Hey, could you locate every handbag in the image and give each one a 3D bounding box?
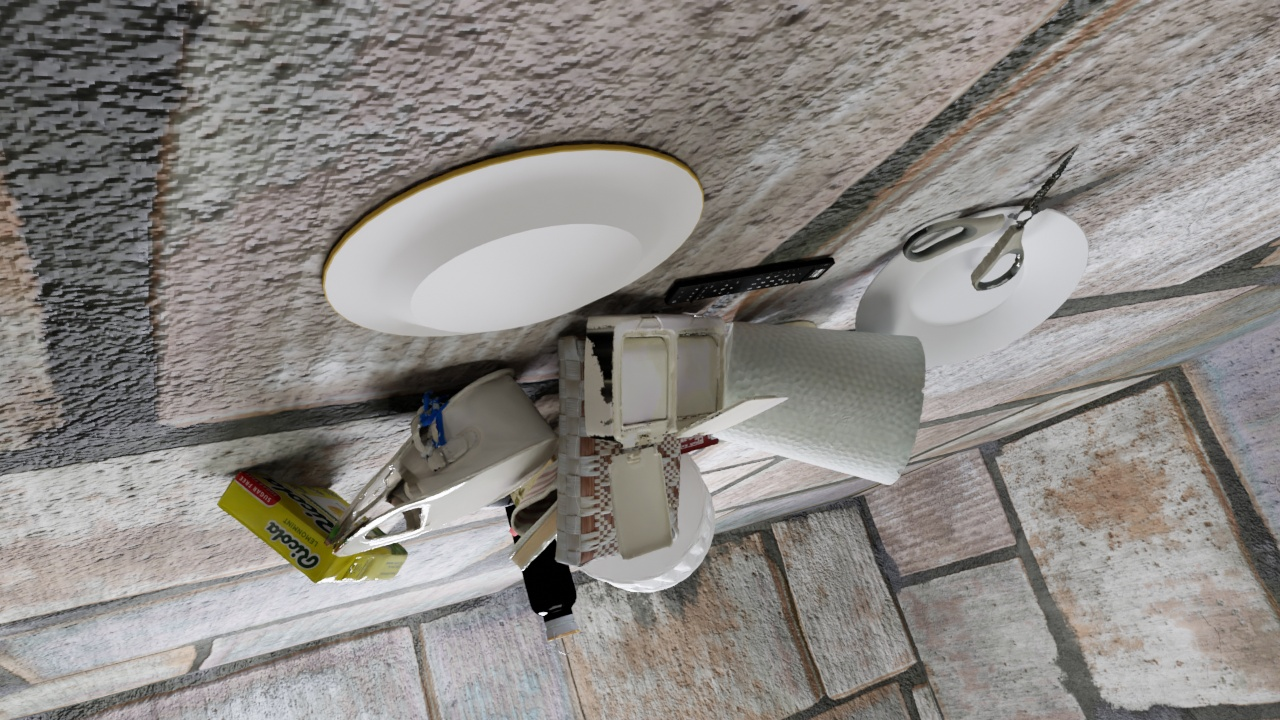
[{"bbox_3d":[-0.177,0.091,0.768,0.199,0.093,0.201,-30,171,-24],"label":"handbag"},{"bbox_3d":[-0.013,0.069,0.748,0.047,0.186,0.124,3,-177,45],"label":"handbag"}]

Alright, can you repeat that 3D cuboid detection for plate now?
[{"bbox_3d":[0.292,-0.063,0.821,0.208,0.015,0.209,-7,143,-6],"label":"plate"},{"bbox_3d":[-0.069,-0.056,0.548,0.229,0.021,0.230,-16,164,-5],"label":"plate"}]

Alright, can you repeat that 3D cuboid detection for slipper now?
[{"bbox_3d":[-0.051,0.092,0.855,0.115,0.052,0.262,-48,180,38],"label":"slipper"}]

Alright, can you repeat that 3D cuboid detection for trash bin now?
[{"bbox_3d":[0.151,0.030,0.813,0.161,0.133,0.133,10,163,1],"label":"trash bin"}]

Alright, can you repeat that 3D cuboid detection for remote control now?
[{"bbox_3d":[0.086,-0.062,0.715,0.140,0.009,0.030,-11,163,-22],"label":"remote control"}]

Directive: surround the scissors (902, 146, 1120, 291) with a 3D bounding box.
[{"bbox_3d":[0.289,-0.106,0.733,0.157,0.012,0.171,-10,147,2],"label":"scissors"}]

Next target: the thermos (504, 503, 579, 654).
[{"bbox_3d":[-0.125,0.264,1.188,0.061,0.231,0.061,-16,164,-5],"label":"thermos"}]

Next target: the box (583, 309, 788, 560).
[{"bbox_3d":[0.041,0.054,0.696,0.099,0.184,0.143,4,-174,40],"label":"box"}]

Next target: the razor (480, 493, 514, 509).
[{"bbox_3d":[-0.160,0.139,1.075,0.140,0.064,0.053,-3,118,-66],"label":"razor"}]

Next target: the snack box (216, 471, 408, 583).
[{"bbox_3d":[-0.299,0.160,0.871,0.045,0.121,0.181,-55,166,-6],"label":"snack box"}]

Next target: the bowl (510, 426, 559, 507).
[{"bbox_3d":[-0.065,0.110,0.961,0.145,0.145,0.063,-10,133,-25],"label":"bowl"}]

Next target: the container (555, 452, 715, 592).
[{"bbox_3d":[-0.006,0.188,1.140,0.189,0.189,0.187,-18,163,2],"label":"container"}]

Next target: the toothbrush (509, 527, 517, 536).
[{"bbox_3d":[-0.124,0.161,1.095,0.017,0.012,0.213,-44,171,-38],"label":"toothbrush"}]

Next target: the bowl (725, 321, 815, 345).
[{"bbox_3d":[0.131,0.019,0.919,0.118,0.074,0.118,-16,164,-5],"label":"bowl"}]

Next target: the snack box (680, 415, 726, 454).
[{"bbox_3d":[0.079,0.058,1.002,0.121,0.072,0.072,-16,164,-4],"label":"snack box"}]
